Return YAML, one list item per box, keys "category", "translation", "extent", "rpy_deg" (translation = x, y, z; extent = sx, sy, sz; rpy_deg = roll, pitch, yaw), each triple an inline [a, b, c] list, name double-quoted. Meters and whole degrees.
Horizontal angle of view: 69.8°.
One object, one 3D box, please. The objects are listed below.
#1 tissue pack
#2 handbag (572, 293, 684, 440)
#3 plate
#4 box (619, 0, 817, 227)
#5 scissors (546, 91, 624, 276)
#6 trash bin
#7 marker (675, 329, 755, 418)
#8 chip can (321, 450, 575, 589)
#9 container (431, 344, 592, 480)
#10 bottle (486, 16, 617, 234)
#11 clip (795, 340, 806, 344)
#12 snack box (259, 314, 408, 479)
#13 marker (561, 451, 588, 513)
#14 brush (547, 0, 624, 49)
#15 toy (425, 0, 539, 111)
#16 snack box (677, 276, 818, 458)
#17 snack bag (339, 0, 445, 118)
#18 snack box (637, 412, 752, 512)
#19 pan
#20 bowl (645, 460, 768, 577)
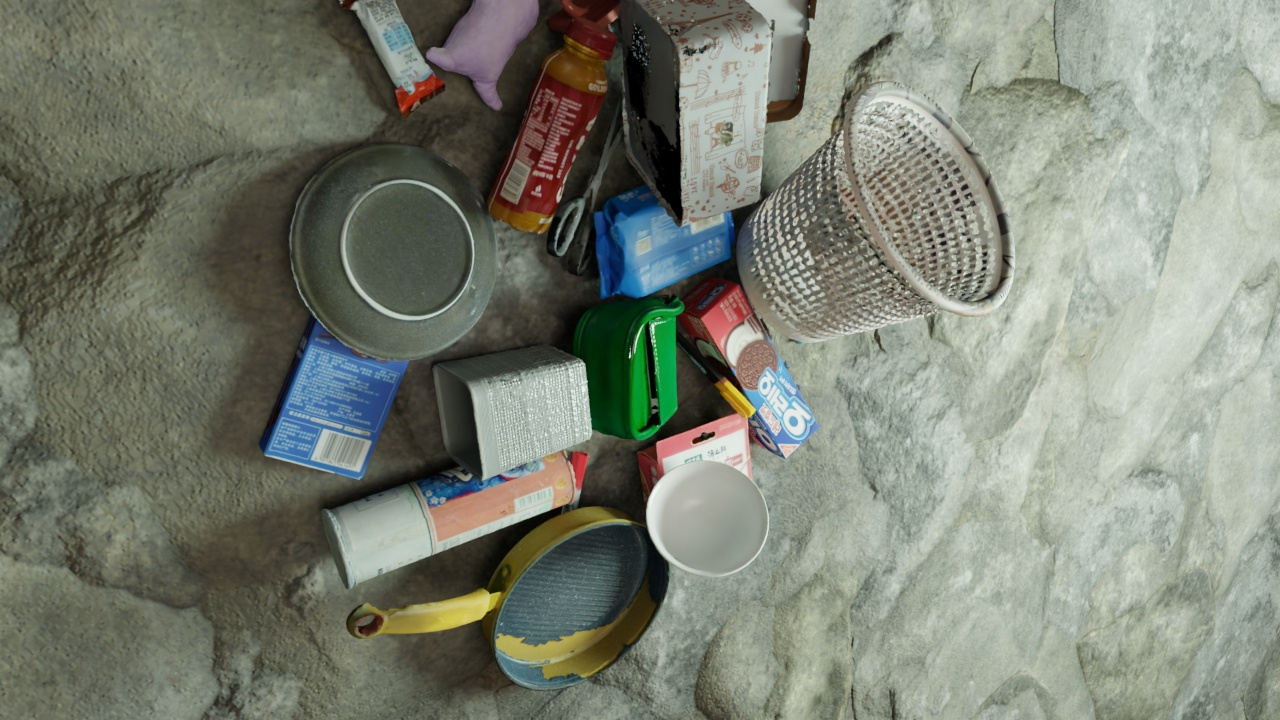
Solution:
- category: "tissue pack"
  translation: [0.022, -0.122, 0.862]
  extent: [0.156, 0.052, 0.095]
  rpy_deg: [-25, 130, -23]
- category: "handbag"
  translation: [-0.005, 0.005, 0.870]
  extent: [0.120, 0.068, 0.131]
  rpy_deg: [-25, 121, -53]
- category: "plate"
  translation: [-0.191, -0.089, 0.747]
  extent: [0.179, 0.024, 0.179]
  rpy_deg: [-2, 93, -37]
- category: "box"
  translation: [0.089, -0.242, 0.780]
  extent: [0.192, 0.156, 0.183]
  rpy_deg: [-18, 141, -12]
- category: "scissors"
  translation: [-0.042, -0.154, 0.821]
  extent: [0.170, 0.014, 0.160]
  rpy_deg: [-50, 154, -48]
- category: "trash bin"
  translation: [0.206, -0.116, 0.873]
  extent: [0.227, 0.193, 0.227]
  rpy_deg: [15, 63, -32]
- category: "marker"
  translation: [0.070, 0.012, 0.931]
  extent: [0.124, 0.018, 0.015]
  rpy_deg: [46, 68, -6]
- category: "chip can"
  translation: [-0.166, 0.131, 0.819]
  extent: [0.214, 0.071, 0.071]
  rpy_deg: [-17, 112, -26]
- category: "container"
  translation: [-0.111, 0.040, 0.816]
  extent: [0.114, 0.090, 0.090]
  rpy_deg: [-16, 112, -30]
- category: "bottle"
  translation: [-0.072, -0.193, 0.758]
  extent: [0.057, 0.057, 0.175]
  rpy_deg: [11, 118, -33]
- category: "clip"
  translation: [0.196, -0.033, 1.022]
  extent: [0.056, 0.015, 0.049]
  rpy_deg: [-9, 106, -27]
- category: "snack box"
  translation: [-0.246, 0.014, 0.764]
  extent: [0.084, 0.026, 0.157]
  rpy_deg: [22, 92, -34]
- category: "marker"
  translation: [-0.073, 0.161, 0.915]
  extent: [0.017, 0.017, 0.145]
  rpy_deg: [5, 101, -32]
- category: "brush"
  translation: [-0.011, -0.326, 0.785]
  extent: [0.145, 0.063, 0.069]
  rpy_deg: [-43, 134, -15]
- category: "toy"
  translation: [-0.119, -0.269, 0.752]
  extent: [0.084, 0.039, 0.108]
  rpy_deg: [34, 81, -51]
- category: "snack box"
  translation: [0.115, 0.010, 0.960]
  extent: [0.058, 0.057, 0.207]
  rpy_deg: [-42, 120, -14]
- category: "snack bag"
  translation: [-0.194, -0.248, 0.720]
  extent: [0.048, 0.026, 0.104]
  rpy_deg: [-42, 120, -22]
- category: "snack box"
  translation: [0.059, 0.119, 0.965]
  extent: [0.113, 0.044, 0.127]
  rpy_deg: [-17, 113, -25]
- category: "pan"
  translation: [-0.111, 0.225, 0.843]
  extent: [0.356, 0.078, 0.198]
  rpy_deg: [16, 104, -40]
- category: "bowl"
  translation: [0.063, 0.165, 0.907]
  extent: [0.118, 0.118, 0.065]
  rpy_deg: [-33, 156, -19]
